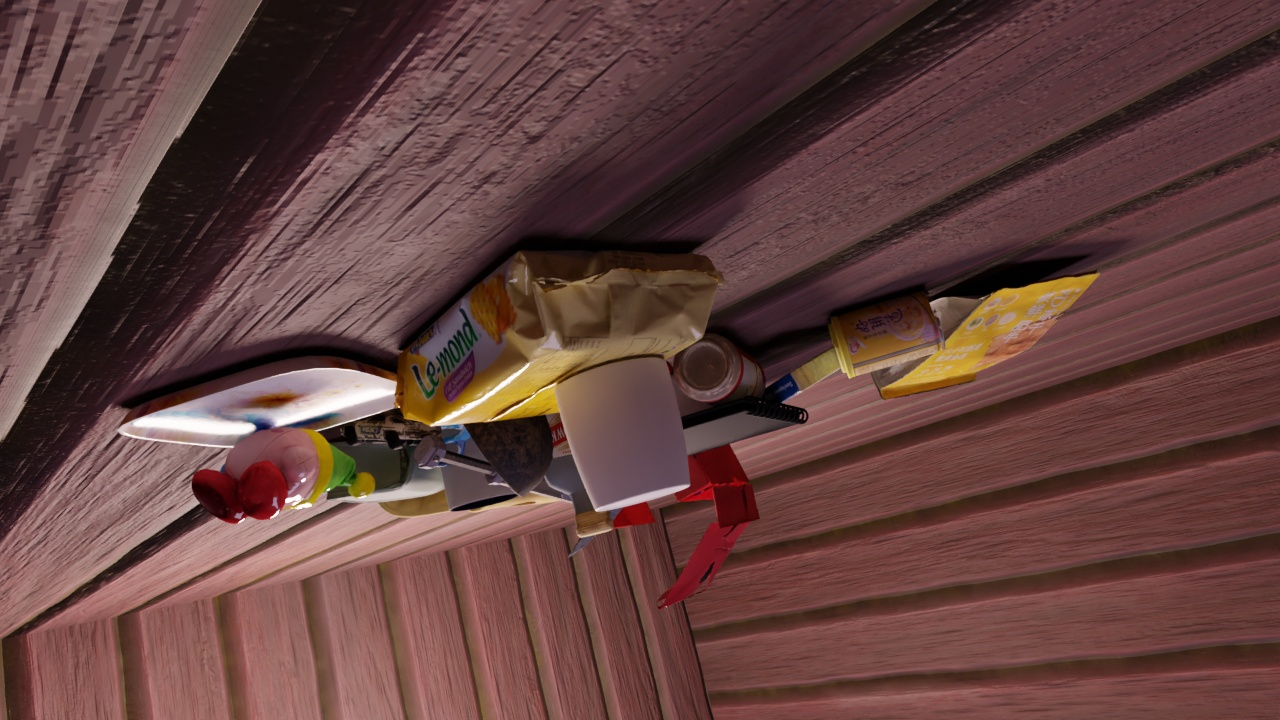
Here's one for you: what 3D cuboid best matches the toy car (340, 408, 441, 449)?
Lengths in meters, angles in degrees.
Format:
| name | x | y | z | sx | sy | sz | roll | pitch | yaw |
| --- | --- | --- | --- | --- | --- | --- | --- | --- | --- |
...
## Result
| name | x | y | z | sx | sy | sz | roll | pitch | yaw |
| --- | --- | --- | --- | --- | --- | --- | --- | --- | --- |
| toy car | -0.238 | 0.062 | 0.867 | 0.113 | 0.040 | 0.048 | -1 | 178 | 37 |

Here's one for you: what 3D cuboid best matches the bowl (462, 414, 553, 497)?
| name | x | y | z | sx | sy | sz | roll | pitch | yaw |
| --- | --- | --- | --- | --- | --- | --- | --- | --- | --- |
| bowl | -0.113 | 0.054 | 0.805 | 0.056 | 0.121 | 0.121 | -34 | 168 | -3 |

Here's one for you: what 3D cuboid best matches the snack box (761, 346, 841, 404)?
| name | x | y | z | sx | sy | sz | roll | pitch | yaw |
| --- | --- | --- | --- | --- | --- | --- | --- | --- | --- |
| snack box | 0.210 | 0.003 | 1.028 | 0.149 | 0.026 | 0.082 | -28 | 174 | -25 |

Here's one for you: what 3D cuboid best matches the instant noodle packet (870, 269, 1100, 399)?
| name | x | y | z | sx | sy | sz | roll | pitch | yaw |
| --- | --- | --- | --- | --- | --- | --- | --- | --- | --- |
| instant noodle packet | 0.382 | -0.042 | 1.035 | 0.162 | 0.084 | 0.222 | -8 | 160 | -27 |

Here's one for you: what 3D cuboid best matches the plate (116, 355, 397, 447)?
| name | x | y | z | sx | sy | sz | roll | pitch | yaw |
| --- | --- | --- | --- | --- | --- | --- | --- | --- | --- |
| plate | -0.285 | 0.033 | 0.724 | 0.187 | 0.016 | 0.187 | -16 | 168 | 10 |

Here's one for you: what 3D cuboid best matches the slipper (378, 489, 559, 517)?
| name | x | y | z | sx | sy | sz | roll | pitch | yaw |
| --- | --- | --- | --- | --- | --- | --- | --- | --- | --- |
| slipper | -0.187 | 0.128 | 1.083 | 0.263 | 0.099 | 0.078 | -10 | 166 | -2 |

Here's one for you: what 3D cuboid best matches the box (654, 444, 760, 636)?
| name | x | y | z | sx | sy | sz | roll | pitch | yaw |
| --- | --- | --- | --- | --- | --- | --- | --- | --- | --- |
| box | 0.091 | 0.205 | 1.238 | 0.124 | 0.315 | 0.211 | -6 | 172 | 19 |

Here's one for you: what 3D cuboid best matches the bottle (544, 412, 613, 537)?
| name | x | y | z | sx | sy | sz | roll | pitch | yaw |
| --- | --- | --- | --- | --- | --- | --- | --- | --- | --- |
| bottle | -0.060 | 0.084 | 0.865 | 0.072 | 0.161 | 0.046 | -14 | 168 | -3 |

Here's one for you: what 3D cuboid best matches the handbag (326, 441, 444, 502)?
| name | x | y | z | sx | sy | sz | roll | pitch | yaw |
| --- | --- | --- | --- | --- | --- | --- | --- | --- | --- |
| handbag | -0.270 | 0.115 | 0.988 | 0.106 | 0.067 | 0.122 | -7 | 169 | 10 |

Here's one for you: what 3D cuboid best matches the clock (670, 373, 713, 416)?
| name | x | y | z | sx | sy | sz | roll | pitch | yaw |
| --- | --- | --- | --- | --- | --- | --- | --- | --- | --- |
| clock | 0.053 | 0.060 | 1.095 | 0.160 | 0.072 | 0.125 | -12 | 168 | -11 |

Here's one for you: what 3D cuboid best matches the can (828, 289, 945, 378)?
| name | x | y | z | sx | sy | sz | roll | pitch | yaw |
| --- | --- | --- | --- | --- | --- | --- | --- | --- | --- |
| can | 0.252 | -0.027 | 0.945 | 0.105 | 0.067 | 0.067 | -17 | 168 | 11 |

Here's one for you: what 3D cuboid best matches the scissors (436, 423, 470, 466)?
| name | x | y | z | sx | sy | sz | roll | pitch | yaw |
| --- | --- | --- | --- | --- | --- | --- | --- | --- | --- |
| scissors | -0.166 | 0.072 | 0.919 | 0.141 | 0.014 | 0.090 | -11 | 130 | 1 |

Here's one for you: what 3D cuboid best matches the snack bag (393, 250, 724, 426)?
| name | x | y | z | sx | sy | sz | roll | pitch | yaw |
| --- | --- | --- | --- | --- | --- | --- | --- | --- | --- |
| snack bag | -0.066 | -0.009 | 0.664 | 0.159 | 0.068 | 0.248 | -6 | 166 | -37 |

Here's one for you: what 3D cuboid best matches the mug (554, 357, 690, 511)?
| name | x | y | z | sx | sy | sz | roll | pitch | yaw |
| --- | --- | --- | --- | --- | --- | --- | --- | --- | --- |
| mug | -0.004 | 0.054 | 0.647 | 0.081 | 0.087 | 0.114 | -19 | 167 | 18 |

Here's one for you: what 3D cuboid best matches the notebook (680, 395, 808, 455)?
| name | x | y | z | sx | sy | sz | roll | pitch | yaw |
| --- | --- | --- | --- | --- | --- | --- | --- | --- | --- |
| notebook | 0.079 | 0.076 | 1.002 | 0.169 | 0.019 | 0.231 | -19 | 167 | 21 |

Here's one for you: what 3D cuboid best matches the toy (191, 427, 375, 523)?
| name | x | y | z | sx | sy | sz | roll | pitch | yaw |
| --- | --- | --- | --- | --- | --- | --- | --- | --- | --- |
| toy | -0.295 | 0.099 | 0.773 | 0.124 | 0.097 | 0.131 | -18 | -168 | 29 |

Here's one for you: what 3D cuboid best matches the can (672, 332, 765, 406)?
| name | x | y | z | sx | sy | sz | roll | pitch | yaw |
| --- | --- | --- | --- | --- | --- | --- | --- | --- | --- |
| can | 0.085 | 0.016 | 0.950 | 0.067 | 0.067 | 0.170 | -17 | 168 | 14 |

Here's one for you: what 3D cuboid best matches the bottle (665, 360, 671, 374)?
| name | x | y | z | sx | sy | sz | roll | pitch | yaw |
| --- | --- | --- | --- | --- | --- | --- | --- | --- | --- |
| bottle | -0.005 | 0.005 | 0.869 | 0.036 | 0.036 | 0.118 | -21 | 166 | 28 |

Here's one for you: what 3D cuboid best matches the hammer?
| name | x | y | z | sx | sy | sz | roll | pitch | yaw |
| --- | --- | --- | --- | --- | --- | --- | --- | --- | --- |
| hammer | -0.114 | 0.127 | 0.941 | 0.147 | 0.028 | 0.316 | -55 | 143 | 5 |

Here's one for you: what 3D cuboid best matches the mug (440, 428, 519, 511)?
| name | x | y | z | sx | sy | sz | roll | pitch | yaw |
| --- | --- | --- | --- | --- | --- | --- | --- | --- | --- |
| mug | -0.170 | 0.107 | 0.998 | 0.079 | 0.096 | 0.111 | -18 | 167 | 17 |
